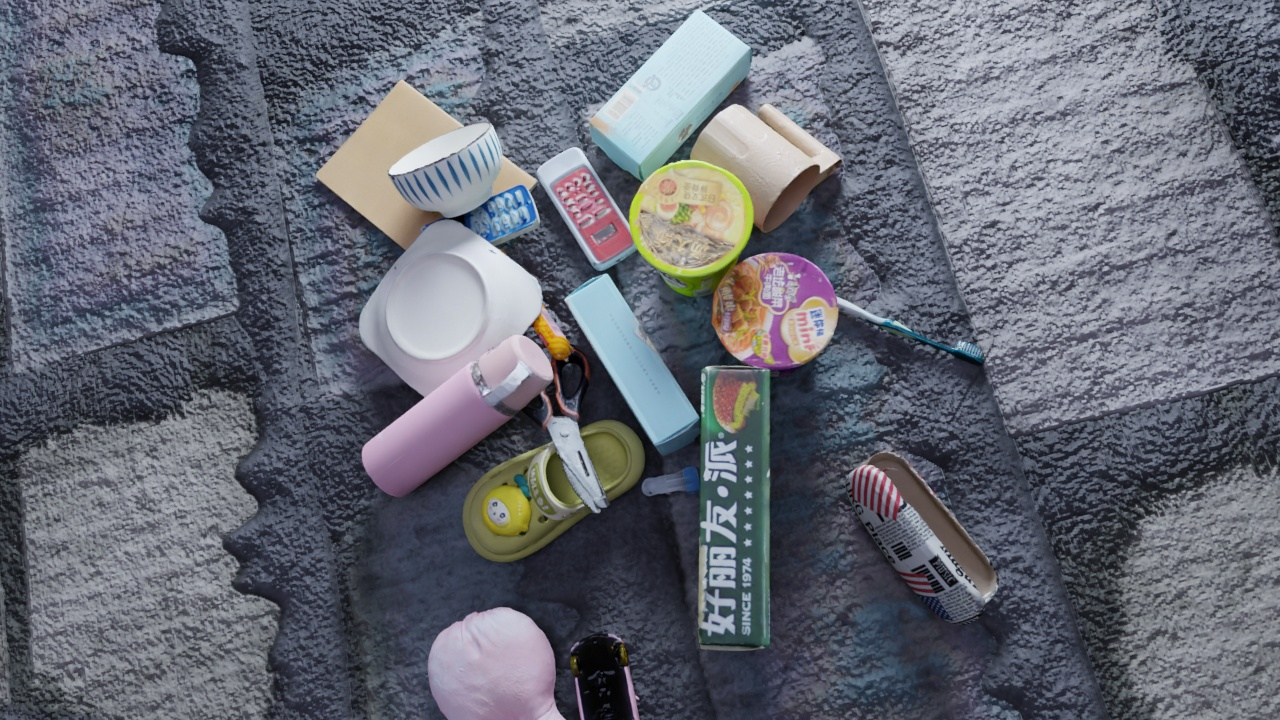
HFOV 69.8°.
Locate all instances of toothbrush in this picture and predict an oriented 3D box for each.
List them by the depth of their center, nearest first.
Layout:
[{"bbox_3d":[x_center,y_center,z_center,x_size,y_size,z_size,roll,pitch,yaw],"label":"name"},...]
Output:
[{"bbox_3d":[0.243,-0.038,0.895,0.192,0.016,0.018,23,71,11],"label":"toothbrush"}]

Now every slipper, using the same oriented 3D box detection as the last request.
[{"bbox_3d":[-0.086,0.116,0.869,0.190,0.081,0.091,-29,73,-3],"label":"slipper"}]

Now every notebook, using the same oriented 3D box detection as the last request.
[{"bbox_3d":[-0.234,-0.197,0.996,0.207,0.008,0.147,38,85,14],"label":"notebook"}]

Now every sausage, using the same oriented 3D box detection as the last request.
[{"bbox_3d":[-0.114,-0.059,0.930,0.021,0.021,0.165,-36,64,-2],"label":"sausage"}]

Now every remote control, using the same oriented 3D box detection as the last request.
[{"bbox_3d":[-0.167,-0.138,0.955,0.125,0.024,0.049,-21,74,6],"label":"remote control"},{"bbox_3d":[-0.056,-0.159,0.958,0.056,0.020,0.136,-31,76,0],"label":"remote control"}]

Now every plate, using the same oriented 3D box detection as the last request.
[{"bbox_3d":[-0.197,-0.051,0.915,0.163,0.034,0.164,37,91,16],"label":"plate"}]

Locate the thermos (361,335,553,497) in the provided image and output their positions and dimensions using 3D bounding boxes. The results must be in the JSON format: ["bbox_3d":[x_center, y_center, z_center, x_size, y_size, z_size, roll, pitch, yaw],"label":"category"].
[{"bbox_3d":[-0.174,0.055,0.863,0.199,0.087,0.067,-35,103,18],"label":"thermos"}]

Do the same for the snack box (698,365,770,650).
[{"bbox_3d":[0.086,0.133,0.824,0.063,0.114,0.239,0,76,8],"label":"snack box"}]

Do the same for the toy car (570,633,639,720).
[{"bbox_3d":[-0.030,0.313,0.839,0.056,0.037,0.122,-13,63,1],"label":"toy car"}]

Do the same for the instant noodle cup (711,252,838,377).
[{"bbox_3d":[0.126,-0.035,0.866,0.111,0.099,0.111,-2,78,7],"label":"instant noodle cup"}]

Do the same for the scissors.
[{"bbox_3d":[-0.061,0.054,0.865,0.209,0.015,0.184,20,56,28],"label":"scissors"}]

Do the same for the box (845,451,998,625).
[{"bbox_3d":[0.245,0.159,0.813,0.076,0.087,0.163,-38,78,13],"label":"box"}]

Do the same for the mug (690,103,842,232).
[{"bbox_3d":[0.126,-0.203,0.921,0.124,0.084,0.103,-38,72,-28],"label":"mug"}]

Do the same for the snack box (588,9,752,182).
[{"bbox_3d":[0.032,-0.275,0.957,0.074,0.051,0.175,42,86,13],"label":"snack box"}]

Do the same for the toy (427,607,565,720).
[{"bbox_3d":[-0.127,0.308,0.842,0.121,0.054,0.159,-30,75,7],"label":"toy"}]

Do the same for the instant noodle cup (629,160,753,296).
[{"bbox_3d":[0.051,-0.116,0.882,0.112,0.123,0.111,-1,78,6],"label":"instant noodle cup"}]

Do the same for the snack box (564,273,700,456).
[{"bbox_3d":[-0.005,0.005,0.886,0.051,0.074,0.175,-32,75,0],"label":"snack box"}]

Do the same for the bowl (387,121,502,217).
[{"bbox_3d":[-0.191,-0.189,0.938,0.116,0.116,0.066,-24,118,1],"label":"bowl"}]

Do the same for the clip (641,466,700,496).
[{"bbox_3d":[0.029,0.119,0.885,0.058,0.038,0.026,-10,78,3],"label":"clip"}]
